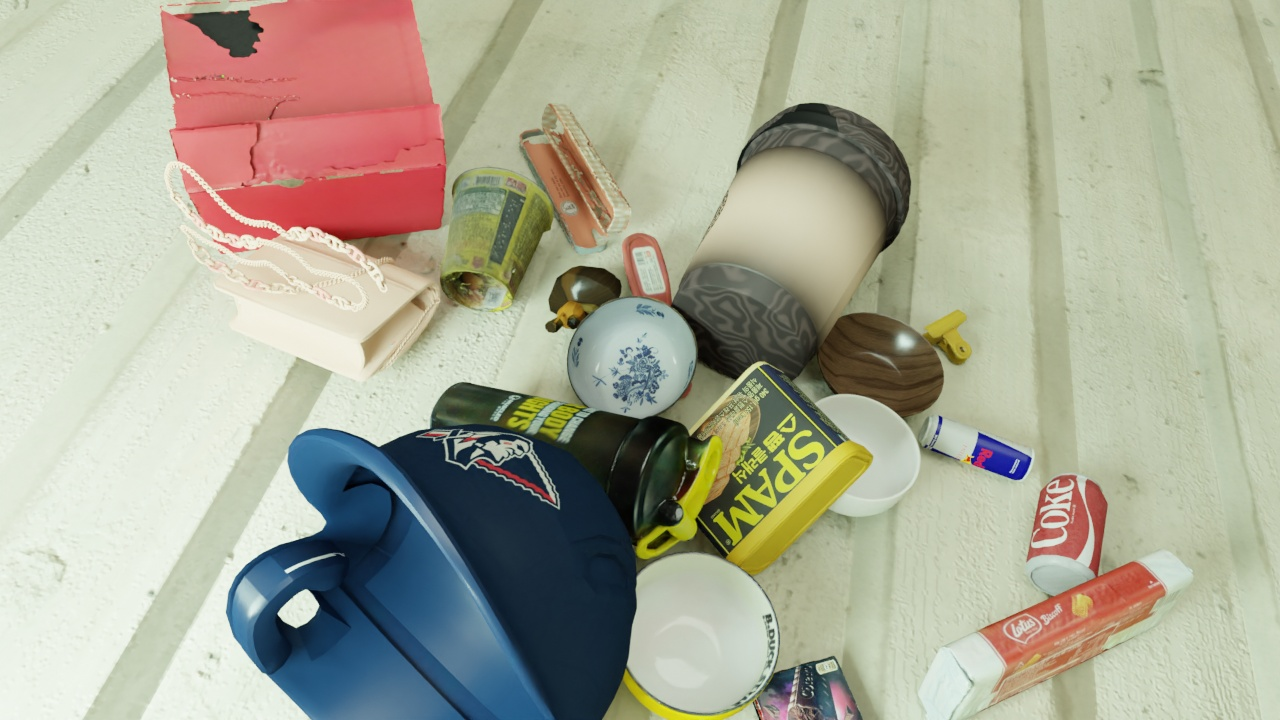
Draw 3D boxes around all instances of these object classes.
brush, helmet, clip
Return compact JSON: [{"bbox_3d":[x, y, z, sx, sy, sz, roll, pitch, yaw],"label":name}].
[{"bbox_3d":[0.013,-0.040,0.862,0.041,0.030,0.172,-7,68,-17],"label":"brush"},{"bbox_3d":[-0.111,0.137,0.557,0.232,0.273,0.222,30,60,31],"label":"helmet"},{"bbox_3d":[0.301,-0.019,0.902,0.054,0.045,0.048,-26,105,-27],"label":"clip"}]

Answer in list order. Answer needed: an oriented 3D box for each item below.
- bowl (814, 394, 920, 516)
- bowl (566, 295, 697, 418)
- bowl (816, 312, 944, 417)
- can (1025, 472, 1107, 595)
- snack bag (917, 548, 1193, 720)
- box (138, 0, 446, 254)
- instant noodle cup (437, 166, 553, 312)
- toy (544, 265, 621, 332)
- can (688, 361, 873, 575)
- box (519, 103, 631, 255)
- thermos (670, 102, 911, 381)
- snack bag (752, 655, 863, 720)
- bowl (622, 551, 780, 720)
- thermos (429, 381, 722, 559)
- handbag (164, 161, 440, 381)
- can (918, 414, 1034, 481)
[{"bbox_3d":[0.178,0.086,0.778,0.105,0.054,0.104,5,51,-7],"label":"bowl"},{"bbox_3d":[-0.005,0.005,0.804,0.114,0.045,0.114,-2,71,7],"label":"bowl"},{"bbox_3d":[0.218,0.011,0.854,0.119,0.032,0.119,4,53,-6],"label":"bowl"},{"bbox_3d":[0.355,0.144,0.763,0.054,0.054,0.096,24,53,9],"label":"can"},{"bbox_3d":[0.314,0.209,0.694,0.225,0.078,0.041,-14,46,-19],"label":"snack bag"},{"bbox_3d":[-0.271,-0.240,0.729,0.211,0.411,0.107,-10,52,-15],"label":"box"},{"bbox_3d":[-0.138,-0.107,0.853,0.102,0.102,0.108,12,61,-1],"label":"instant noodle cup"},{"bbox_3d":[-0.058,-0.050,0.838,0.076,0.062,0.099,-8,28,29],"label":"toy"},{"bbox_3d":[0.093,0.084,0.719,0.135,0.075,0.104,-48,62,11],"label":"can"},{"bbox_3d":[-0.071,-0.193,0.949,0.078,0.054,0.187,-34,59,7],"label":"box"},{"bbox_3d":[0.135,-0.102,0.848,0.173,0.173,0.225,26,60,11],"label":"thermos"},{"bbox_3d":[0.134,0.289,0.642,0.074,0.018,0.155,-11,57,-18],"label":"snack bag"},{"bbox_3d":[0.035,0.204,0.656,0.117,0.068,0.117,4,53,-6],"label":"bowl"},{"bbox_3d":[-0.054,0.075,0.696,0.221,0.098,0.097,13,50,24],"label":"thermos"},{"bbox_3d":[-0.253,-0.090,0.752,0.199,0.188,0.116,21,48,15],"label":"handbag"},{"bbox_3d":[0.299,0.077,0.817,0.095,0.032,0.032,20,53,6],"label":"can"}]
